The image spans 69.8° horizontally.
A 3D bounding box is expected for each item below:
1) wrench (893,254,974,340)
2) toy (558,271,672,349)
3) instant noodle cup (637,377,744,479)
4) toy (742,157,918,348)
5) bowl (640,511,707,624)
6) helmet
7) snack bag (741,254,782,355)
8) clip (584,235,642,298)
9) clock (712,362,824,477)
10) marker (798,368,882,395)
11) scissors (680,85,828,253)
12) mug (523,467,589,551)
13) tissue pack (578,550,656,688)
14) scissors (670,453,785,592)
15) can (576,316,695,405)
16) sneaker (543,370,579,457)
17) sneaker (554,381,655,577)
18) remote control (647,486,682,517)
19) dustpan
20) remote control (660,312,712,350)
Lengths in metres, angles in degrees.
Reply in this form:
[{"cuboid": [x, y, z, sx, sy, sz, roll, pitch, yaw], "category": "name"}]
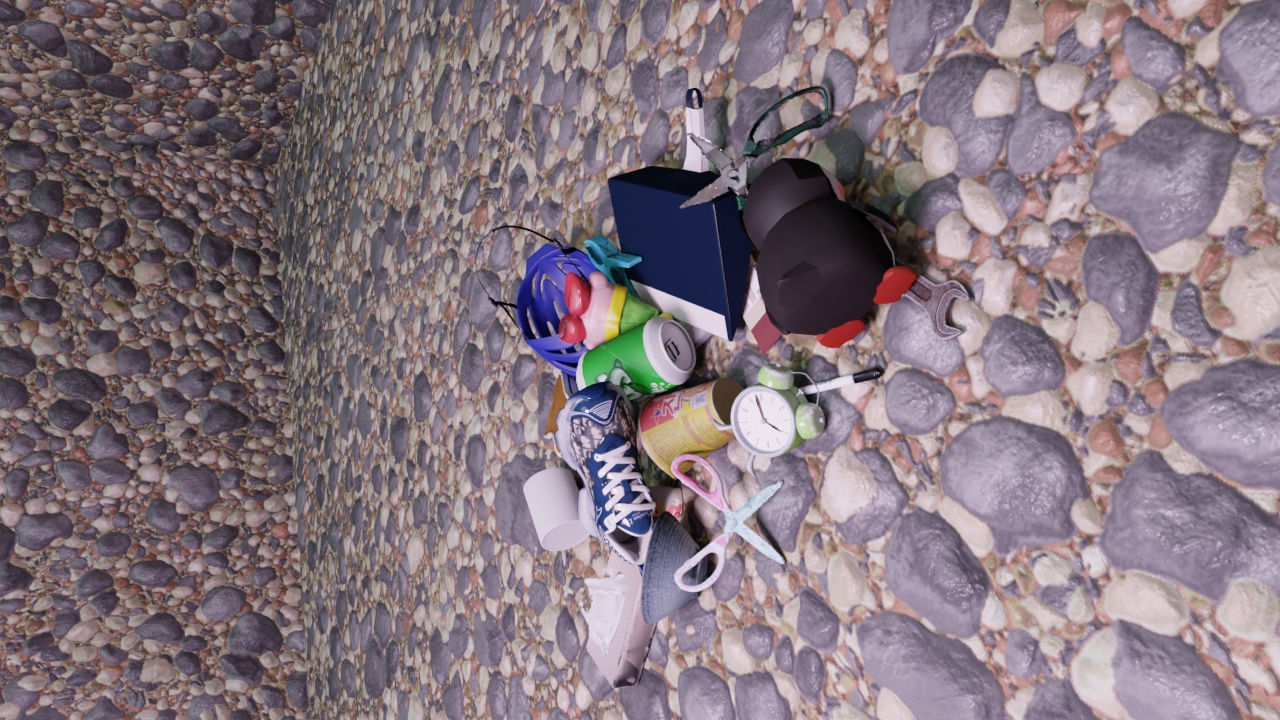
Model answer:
[{"cuboid": [0.235, -0.105, 0.927, 0.273, 0.010, 0.070, 50, 126, 47], "category": "wrench"}, {"cuboid": [-0.035, -0.050, 1.187, 0.097, 0.131, 0.124, -133, 47, -56], "category": "toy"}, {"cuboid": [0.069, 0.069, 1.089, 0.113, 0.100, 0.100, -32, 60, 42], "category": "instant noodle cup"}, {"cuboid": [0.157, -0.124, 0.905, 0.159, 0.140, 0.184, -47, 48, 36], "category": "toy"}, {"cuboid": [0.048, 0.254, 1.106, 0.057, 0.137, 0.137, 6, 92, 17], "category": "bowl"}, {"cuboid": [-0.124, -0.087, 1.276, 0.148, 0.227, 0.241, -39, 51, 14], "category": "helmet"}, {"cuboid": [0.129, -0.082, 1.080, 0.057, 0.013, 0.157, -54, 45, 35], "category": "snack bag"}, {"cuboid": [-0.038, -0.125, 1.245, 0.116, 0.026, 0.097, 46, 146, 38], "category": "clip"}, {"cuboid": [0.145, 0.058, 0.991, 0.120, 0.042, 0.094, -45, 73, 35], "category": "clock"}, {"cuboid": [0.196, 0.027, 0.968, 0.152, 0.011, 0.011, -20, 69, 55], "category": "marker"}, {"cuboid": [0.147, -0.204, 0.993, 0.206, 0.015, 0.201, -45, 84, 4], "category": "scissors"}, {"cuboid": [-0.124, 0.232, 1.379, 0.112, 0.078, 0.096, 90, 160, -50], "category": "mug"}, {"cuboid": [-0.029, 0.335, 1.227, 0.104, 0.071, 0.182, 38, 121, 51], "category": "tissue pack"}, {"cuboid": [0.087, 0.187, 1.043, 0.170, 0.013, 0.177, 38, 99, 20], "category": "scissors"}, {"cuboid": [-0.007, 0.007, 1.149, 0.140, 0.087, 0.087, -25, 64, 33], "category": "can"}, {"cuboid": [-0.066, 0.092, 1.302, 0.294, 0.127, 0.121, -151, 74, -75], "category": "sneaker"}, {"cuboid": [-0.024, 0.150, 1.102, 0.132, 0.103, 0.270, 50, 155, 47], "category": "sneaker"}, {"cuboid": [0.013, 0.187, 1.220, 0.126, 0.018, 0.038, -8, 80, 54], "category": "remote control"}, {"cuboid": [0.057, -0.188, 1.128, 0.236, 0.080, 0.273, 28, 135, 54], "category": "dustpan"}, {"cuboid": [0.052, -0.081, 1.192, 0.074, 0.019, 0.151, -45, 52, 45], "category": "remote control"}]
